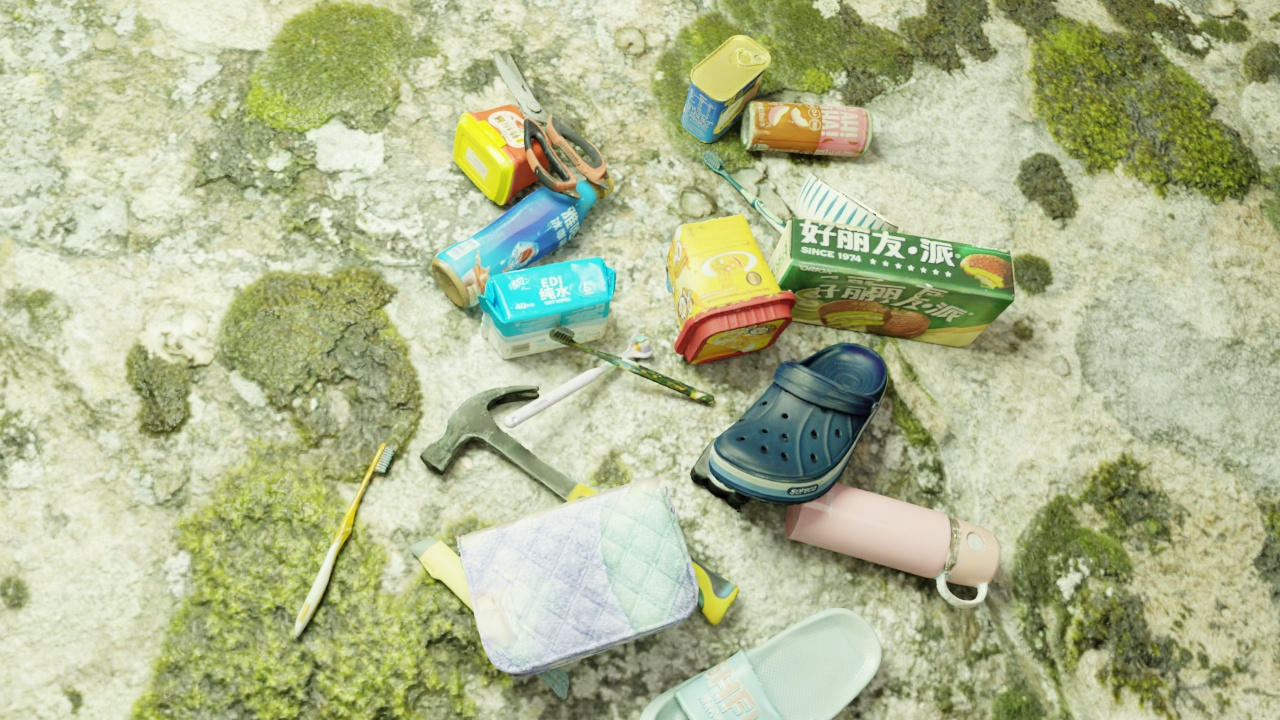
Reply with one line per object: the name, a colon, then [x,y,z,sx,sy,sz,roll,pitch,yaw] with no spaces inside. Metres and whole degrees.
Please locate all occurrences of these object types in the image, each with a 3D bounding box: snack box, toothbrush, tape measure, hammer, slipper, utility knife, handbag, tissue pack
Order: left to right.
toothbrush: [-0.272,0.163,0.849,0.018,0.016,0.191,22,64,-7]
utility knife: [-0.135,0.230,0.834,0.198,0.021,0.030,40,71,17]
snack box: [-0.151,-0.230,1.013,0.079,0.082,0.091,-35,75,-34]
tissue pack: [-0.094,-0.055,0.930,0.140,0.090,0.063,-13,68,-13]
toothbrush: [-0.060,0.021,0.913,0.188,0.021,0.029,-31,82,-35]
handbag: [-0.053,0.190,0.807,0.193,0.076,0.134,-15,71,-9]
hammer: [-0.046,0.137,0.882,0.323,0.032,0.126,34,67,8]
toothbrush: [-0.005,0.005,0.926,0.185,0.017,0.012,23,44,-16]
tape measure: [0.091,0.107,0.914,0.066,0.034,0.065,36,68,7]
toothbrush: [0.140,-0.179,1.058,0.016,0.018,0.191,-39,76,-22]
slipper: [0.115,0.298,0.808,0.245,0.074,0.104,-26,72,-19]
slipper: [0.169,0.045,0.884,0.105,0.095,0.252,27,42,29]
snack box: [0.259,-0.081,0.977,0.240,0.115,0.063,9,64,-5]

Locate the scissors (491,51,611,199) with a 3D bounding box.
scissors: [-0.100,-0.261,1.003,0.197,0.015,0.204,24,46,-11]

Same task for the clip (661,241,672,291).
clip: [0.037,-0.105,1.010,0.026,0.041,0.058,-8,62,-9]

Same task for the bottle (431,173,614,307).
bottle: [-0.118,-0.139,0.980,0.218,0.065,0.065,-38,76,-22]

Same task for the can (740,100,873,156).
can: [0.195,-0.274,1.086,0.147,0.058,0.057,2,65,-7]

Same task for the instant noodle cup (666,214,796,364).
instant noodle cup: [0.084,-0.075,0.945,0.116,0.116,0.123,-12,73,-13]

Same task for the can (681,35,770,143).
can: [0.098,-0.317,1.079,0.057,0.083,0.101,41,67,10]

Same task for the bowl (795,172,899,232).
bowl: [0.219,-0.151,1.018,0.116,0.116,0.066,35,108,8]

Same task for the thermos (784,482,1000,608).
thermos: [0.241,0.175,0.884,0.198,0.067,0.087,18,58,0]
